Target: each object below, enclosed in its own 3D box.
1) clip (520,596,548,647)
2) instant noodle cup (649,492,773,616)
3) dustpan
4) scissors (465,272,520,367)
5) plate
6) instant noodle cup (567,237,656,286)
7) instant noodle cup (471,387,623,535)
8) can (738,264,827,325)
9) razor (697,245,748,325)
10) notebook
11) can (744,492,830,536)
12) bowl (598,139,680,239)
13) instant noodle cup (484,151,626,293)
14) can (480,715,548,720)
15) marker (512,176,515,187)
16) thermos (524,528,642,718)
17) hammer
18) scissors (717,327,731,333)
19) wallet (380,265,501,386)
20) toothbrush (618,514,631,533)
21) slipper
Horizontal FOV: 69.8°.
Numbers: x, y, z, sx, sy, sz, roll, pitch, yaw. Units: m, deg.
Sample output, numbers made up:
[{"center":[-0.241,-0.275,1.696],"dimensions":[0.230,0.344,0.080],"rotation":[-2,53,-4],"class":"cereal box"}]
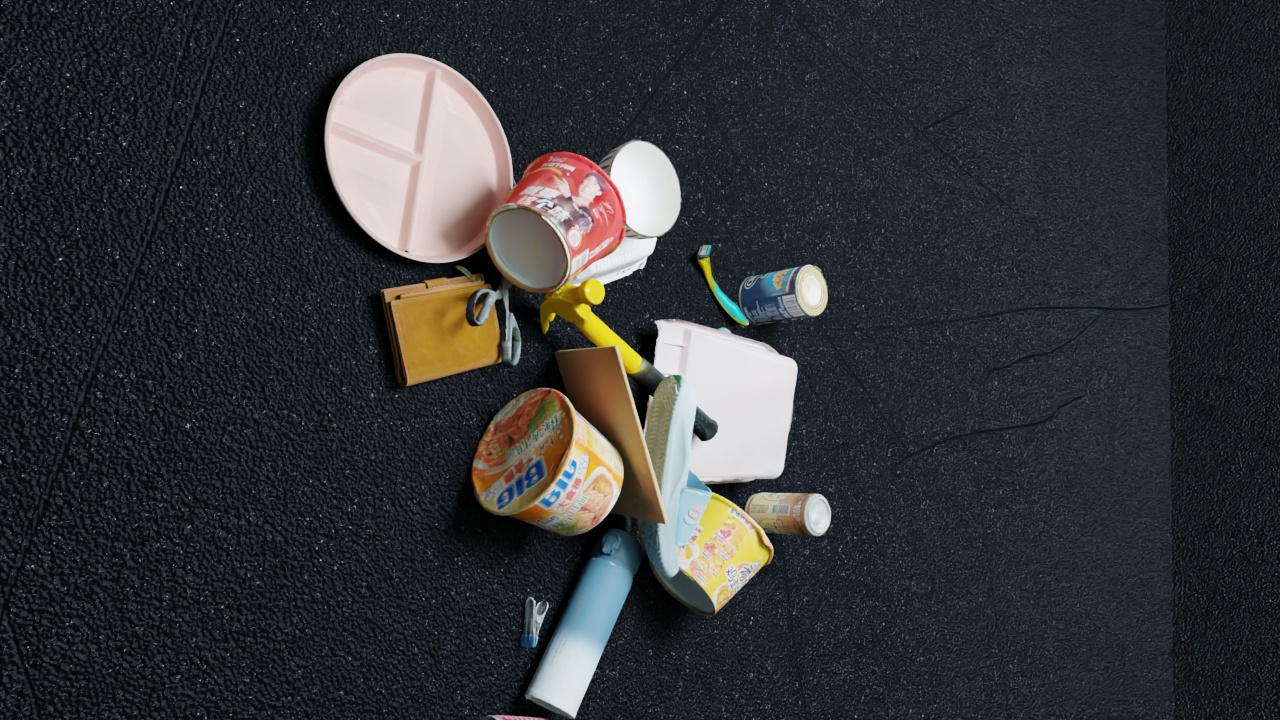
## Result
[{"center":[-0.124,0.305,1.064],"dimensions":[0.027,0.024,0.056],"rotation":[29,60,-40],"class":"clip"},{"center":[0.085,0.254,1.189],"dimensions":[0.109,0.138,0.138],"rotation":[-45,115,-27],"class":"instant noodle cup"},{"center":[0.112,0.071,1.291],"dimensions":[0.273,0.139,0.222],"rotation":[11,90,-14],"class":"dustpan"},{"center":[-0.158,-0.079,1.041],"dimensions":[0.159,0.014,0.181],"rotation":[-12,96,-72],"class":"scissors"},{"center":[-0.241,-0.219,1.009],"dimensions":[0.229,0.028,0.229],"rotation":[6,81,-42],"class":"plate"},{"center":[-0.051,-0.165,1.155],"dimensions":[0.173,0.060,0.138],"rotation":[-25,102,-40],"class":"instant noodle cup"},{"center":[-0.098,0.121,1.030],"dimensions":[0.111,0.152,0.151],"rotation":[39,60,-42],"class":"instant noodle cup"},{"center":[0.210,-0.095,1.348],"dimensions":[0.075,0.111,0.075],"rotation":[6,82,-42],"class":"can"},{"center":[0.118,-0.103,1.322],"dimensions":[0.132,0.028,0.043],"rotation":[57,21,-19],"class":"razor"},{"center":[-0.037,0.087,1.080],"dimensions":[0.012,0.150,0.211],"rotation":[-20,99,-30],"class":"notebook"},{"center":[0.210,0.219,1.311],"dimensions":[0.058,0.117,0.058],"rotation":[6,80,-41],"class":"can"},{"center":[-0.014,-0.201,1.107],"dimensions":[0.116,0.066,0.116],"rotation":[4,84,-42],"class":"bowl"},{"center":[-0.098,-0.147,1.015],"dimensions":[0.138,0.138,0.108],"rotation":[59,40,-20],"class":"instant noodle cup"},{"center":[-0.132,0.428,1.012],"dimensions":[0.093,0.067,0.066],"rotation":[22,71,-39],"class":"can"},{"center":[-0.143,-0.181,1.099],"dimensions":[0.018,0.015,0.124],"rotation":[-47,120,-78],"class":"marker"},{"center":[-0.063,0.307,1.090],"dimensions":[0.070,0.070,0.220],"rotation":[42,59,-31],"class":"thermos"},{"center":[-0.007,0.007,1.125],"dimensions":[0.300,0.129,0.032],"rotation":[42,60,-29],"class":"hammer"},{"center":[0.079,0.025,1.280],"dimensions":[0.180,0.019,0.170],"rotation":[21,75,-41],"class":"scissors"},{"center":[-0.216,-0.043,1.008],"dimensions":[0.130,0.035,0.119],"rotation":[-16,96,-44],"class":"wallet"},{"center":[-0.021,0.132,1.180],"dimensions":[0.018,0.016,0.191],"rotation":[6,82,-52],"class":"toothbrush"},{"center":[0.044,0.138,1.104],"dimensions":[0.074,0.104,0.245],"rotation":[3,102,-19],"class":"slipper"}]
